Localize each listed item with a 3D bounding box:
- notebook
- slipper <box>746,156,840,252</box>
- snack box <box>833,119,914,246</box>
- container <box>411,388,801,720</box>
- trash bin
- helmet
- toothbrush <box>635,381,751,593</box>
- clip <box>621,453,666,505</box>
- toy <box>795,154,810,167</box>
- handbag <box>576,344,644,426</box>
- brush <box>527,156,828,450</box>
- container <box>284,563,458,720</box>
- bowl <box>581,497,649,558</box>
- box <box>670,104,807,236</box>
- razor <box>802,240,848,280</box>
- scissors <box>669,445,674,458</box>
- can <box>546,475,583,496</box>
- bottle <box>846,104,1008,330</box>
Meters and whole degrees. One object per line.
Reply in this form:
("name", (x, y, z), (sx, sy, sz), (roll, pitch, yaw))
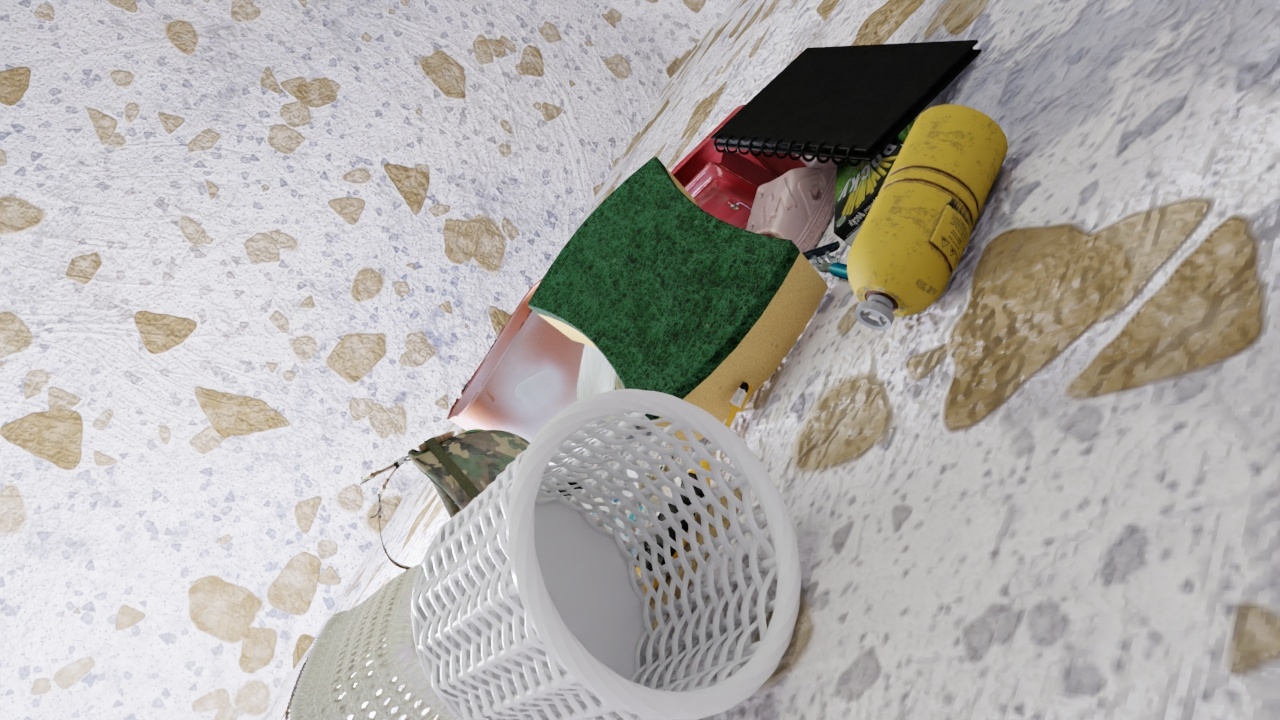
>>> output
("notebook", (0.189, -0.257, 0.907), (0.169, 0.019, 0.232), (-45, 33, -13))
("slipper", (0.161, -0.170, 0.953), (0.239, 0.064, 0.094), (-57, 13, -14))
("snack box", (0.216, -0.172, 0.843), (0.080, 0.025, 0.147), (-46, 16, 35))
("container", (-0.029, 0.141, 0.585), (0.187, 0.189, 0.188), (-42, 19, 49))
("trash bin", (-0.152, 0.017, 1.392), (0.259, 0.157, 0.182), (-60, 14, -16))
("helmet", (-0.224, 0.185, 1.132), (0.235, 0.193, 0.225), (-32, 14, -31))
("toothbrush", (0.045, 0.102, 0.755), (0.196, 0.031, 0.031), (-60, -28, -16))
("clip", (-0.002, 0.117, 0.895), (0.102, 0.040, 0.054), (-14, 56, 69))
("toy", (0.165, -0.248, 1.123), (0.095, 0.099, 0.053), (-31, -49, -64))
("handbag", (-0.006, 0.006, 1.040), (0.199, 0.096, 0.142), (179, 103, -73))
("brush", (0.026, -0.061, 0.861), (0.195, 0.075, 0.250), (-49, 45, 2))
("container", (-0.213, 0.306, 0.864), (0.143, 0.185, 0.251), (-44, 14, 6))
("bowl", (-0.057, 0.173, 0.793), (0.144, 0.074, 0.144), (-62, 4, 7))
("box", (0.106, -0.200, 1.080), (0.158, 0.135, 0.117), (-35, 29, 51))
("razor", (0.174, -0.078, 0.778), (0.042, 0.022, 0.144), (-19, 18, -4))
("scissors", (0.065, 0.030, 0.901), (0.131, 0.019, 0.150), (-48, 16, 35))
("can", (-0.079, 0.169, 0.983), (0.054, 0.054, 0.137), (-53, 13, 8))
("bottle", (0.194, -0.094, 0.637), (0.163, 0.071, 0.071), (-60, 14, -20))
